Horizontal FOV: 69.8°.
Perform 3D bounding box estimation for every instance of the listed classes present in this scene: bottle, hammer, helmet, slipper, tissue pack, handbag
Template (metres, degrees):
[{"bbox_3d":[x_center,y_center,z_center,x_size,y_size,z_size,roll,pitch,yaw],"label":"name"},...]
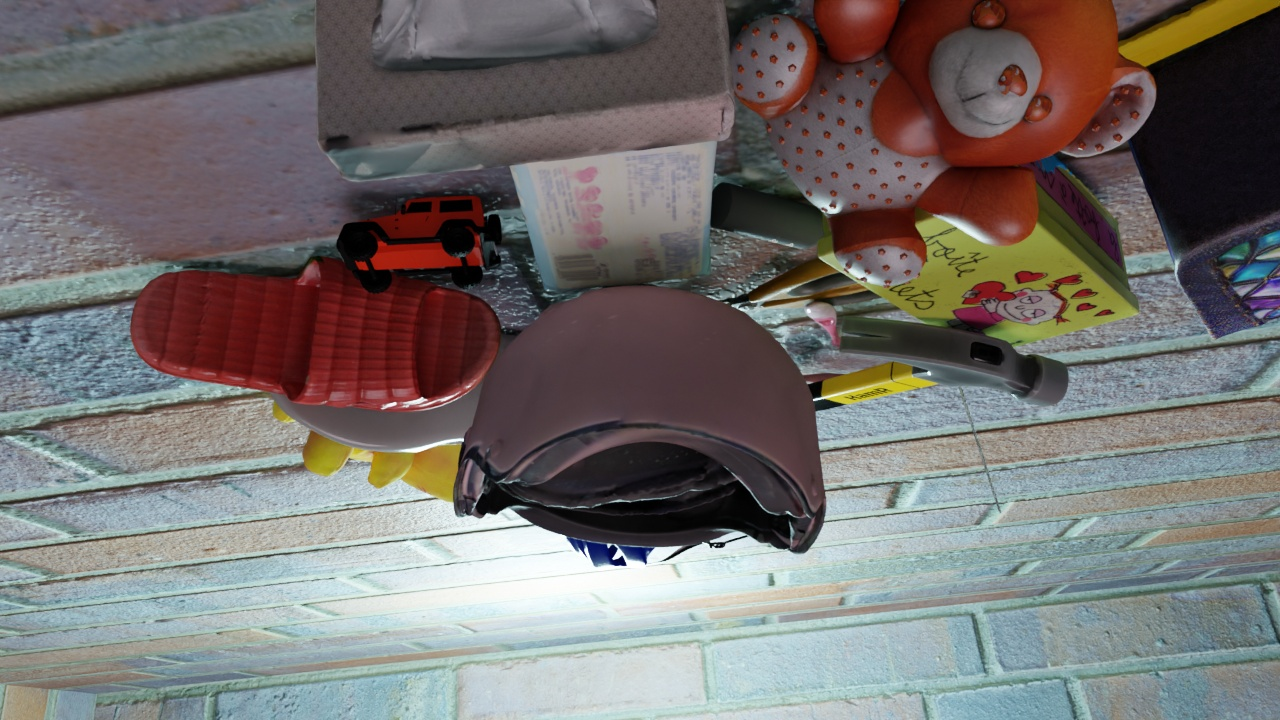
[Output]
[{"bbox_3d":[0.100,-0.092,0.616,0.112,0.030,0.030,9,152,-28],"label":"bottle"},{"bbox_3d":[0.178,0.021,0.775,0.169,0.034,0.325,14,166,-17],"label":"hammer"},{"bbox_3d":[0.019,0.117,0.887,0.227,0.147,0.242,-5,147,-6],"label":"helmet"},{"bbox_3d":[-0.220,-0.020,0.631,0.248,0.103,0.059,4,169,-14],"label":"slipper"},{"bbox_3d":[-0.014,-0.107,0.518,0.112,0.069,0.182,-5,154,0],"label":"tissue pack"},{"bbox_3d":[0.000,0.043,0.591,0.230,0.152,0.256,1,156,2],"label":"helmet"},{"bbox_3d":[-0.053,-0.143,0.400,0.181,0.104,0.071,-5,171,5],"label":"tissue pack"},{"bbox_3d":[-0.172,0.022,0.746,0.265,0.113,0.081,4,166,-32],"label":"slipper"},{"bbox_3d":[0.407,-0.108,0.529,0.221,0.125,0.205,17,148,-42],"label":"handbag"}]

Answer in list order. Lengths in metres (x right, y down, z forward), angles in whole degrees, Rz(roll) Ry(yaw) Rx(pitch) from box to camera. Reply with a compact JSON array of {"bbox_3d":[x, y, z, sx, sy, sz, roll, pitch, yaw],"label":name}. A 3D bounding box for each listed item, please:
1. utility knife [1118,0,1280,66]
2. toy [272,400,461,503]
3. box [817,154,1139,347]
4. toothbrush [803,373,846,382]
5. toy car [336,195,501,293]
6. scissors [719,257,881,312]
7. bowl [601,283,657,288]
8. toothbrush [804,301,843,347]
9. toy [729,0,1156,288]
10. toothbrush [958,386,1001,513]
[{"bbox_3d":[0.298,-0.178,0.482,0.219,0.019,0.030,-18,158,38],"label":"utility knife"},{"bbox_3d":[-0.221,0.060,0.827,0.193,0.134,0.087,28,96,-43],"label":"toy"},{"bbox_3d":[0.223,-0.079,0.599,0.125,0.081,0.220,-17,155,39],"label":"box"},{"bbox_3d":[0.187,0.019,0.901,0.184,0.015,0.016,-1,159,-10],"label":"toothbrush"},{"bbox_3d":[-0.139,-0.076,0.584,0.100,0.048,0.051,-3,157,-4],"label":"toy car"},{"bbox_3d":[0.104,-0.047,0.730,0.229,0.016,0.133,-14,166,35],"label":"scissors"},{"bbox_3d":[-0.004,0.004,0.723,0.162,0.070,0.162,4,141,3],"label":"bowl"},{"bbox_3d":[0.153,-0.032,0.754,0.022,0.016,0.135,-8,165,19],"label":"toothbrush"},{"bbox_3d":[0.145,-0.127,0.451,0.173,0.092,0.164,-24,108,36],"label":"toy"},{"bbox_3d":[0.271,0.035,0.750,0.010,0.181,0.010,-20,160,25],"label":"toothbrush"}]
